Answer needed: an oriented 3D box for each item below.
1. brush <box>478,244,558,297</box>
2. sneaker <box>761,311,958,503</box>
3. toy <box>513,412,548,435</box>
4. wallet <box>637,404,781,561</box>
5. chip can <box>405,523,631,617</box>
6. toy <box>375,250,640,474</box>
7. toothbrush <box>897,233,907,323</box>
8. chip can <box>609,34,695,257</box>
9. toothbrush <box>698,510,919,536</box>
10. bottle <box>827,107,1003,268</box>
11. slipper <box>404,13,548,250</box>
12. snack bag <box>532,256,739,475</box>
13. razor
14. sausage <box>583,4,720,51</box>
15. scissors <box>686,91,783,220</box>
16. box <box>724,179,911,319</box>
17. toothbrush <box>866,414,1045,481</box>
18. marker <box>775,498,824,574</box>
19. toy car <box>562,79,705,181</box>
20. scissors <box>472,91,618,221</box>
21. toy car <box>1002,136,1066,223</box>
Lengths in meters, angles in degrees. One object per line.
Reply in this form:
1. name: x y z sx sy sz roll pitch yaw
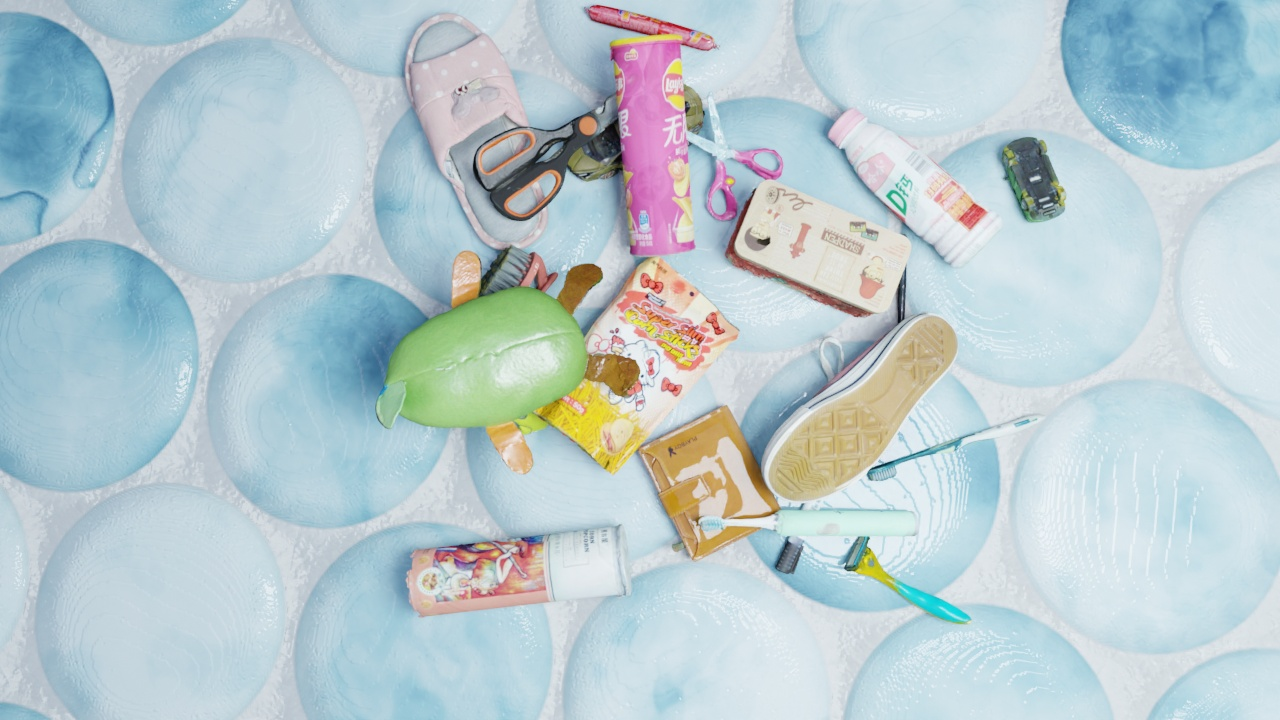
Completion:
1. brush: -0.146 -0.050 0.958 0.069 0.063 0.145 36 85 -25
2. sneaker: 0.210 0.045 0.914 0.241 0.088 0.118 -45 98 -6
3. toy: -0.108 0.024 0.958 0.100 0.031 0.097 -18 97 -8
4. wallet: 0.066 0.129 0.943 0.119 0.035 0.130 -26 84 -7
5. chip can: -0.120 0.212 0.922 0.215 0.071 0.071 -7 84 3
6. toy: -0.134 -0.003 0.884 0.246 0.090 0.227 -16 77 -6
7. toothbrush: 0.268 -0.043 0.956 0.018 0.015 0.181 4 85 12
8. chip can: 0.014 -0.213 0.922 0.071 0.071 0.211 -5 105 2
9. toothbrush: 0.168 0.162 0.915 0.224 0.027 0.026 2 111 -7
10. bottle: 0.277 -0.182 0.945 0.197 0.068 0.068 44 88 10
11. slipper: -0.176 -0.246 0.977 0.114 0.054 0.274 -21 85 0
12. snack bag: -0.006 0.005 0.941 0.128 0.073 0.207 40 81 -3
13. razor: 0.270 0.229 0.923 0.132 0.028 0.043 30 55 8
14. sausage: 0.012 -0.362 0.997 0.156 0.020 0.020 17 85 4
15. scissors: 0.095 -0.217 0.965 0.125 0.017 0.133 -14 103 -5
16. box: 0.177 -0.109 0.942 0.168 0.079 0.091 23 85 -1
17. toothbrush: 0.324 0.090 0.940 0.191 0.016 0.018 -18 94 1
18. marker: 0.173 0.158 0.940 0.022 0.018 0.130 28 86 -16
19. toy car: -0.008 -0.243 0.977 0.158 0.042 0.070 -24 83 3
20. scissors: -0.059 -0.223 0.953 0.235 0.021 0.137 -15 103 -7
21. toy car: 0.406 -0.186 0.952 0.043 0.036 0.091 -18 85 2
